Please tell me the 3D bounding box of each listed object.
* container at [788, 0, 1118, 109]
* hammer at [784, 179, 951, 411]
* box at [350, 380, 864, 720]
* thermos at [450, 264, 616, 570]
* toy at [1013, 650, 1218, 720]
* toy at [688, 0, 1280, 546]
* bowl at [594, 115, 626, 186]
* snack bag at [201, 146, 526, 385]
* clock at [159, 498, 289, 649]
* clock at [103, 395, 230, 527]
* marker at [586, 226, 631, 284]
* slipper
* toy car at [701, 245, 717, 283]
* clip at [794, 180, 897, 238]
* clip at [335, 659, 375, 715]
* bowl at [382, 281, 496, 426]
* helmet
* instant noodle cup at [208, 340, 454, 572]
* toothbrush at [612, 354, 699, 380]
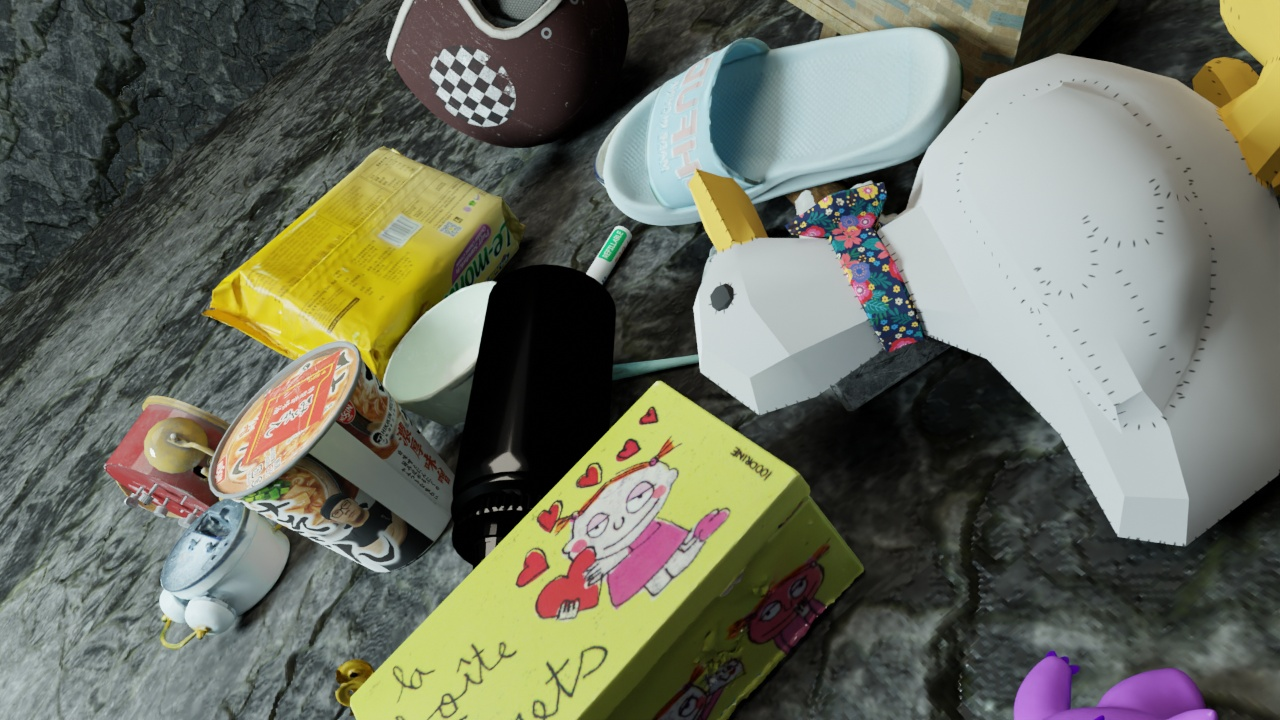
[{"bbox_3d":[0.173,-0.263,0.611,0.250,0.187,0.157,41,70,20],"label":"container"},{"bbox_3d":[0.156,-0.118,0.579,0.218,0.037,0.300,-35,34,7],"label":"hammer"},{"bbox_3d":[-0.019,0.127,0.427,0.221,0.082,0.124,-43,35,-7],"label":"box"},{"bbox_3d":[-0.062,0.043,0.547,0.086,0.086,0.198,-21,45,25],"label":"thermos"},{"bbox_3d":[0.143,0.136,0.284,0.088,0.056,0.106,-28,36,13],"label":"toy"},{"bbox_3d":[0.154,-0.038,0.385,0.268,0.141,0.246,-34,65,12],"label":"toy"},{"bbox_3d":[0.029,-0.159,0.719,0.118,0.062,0.117,-27,38,23],"label":"bowl"},{"bbox_3d":[-0.220,-0.083,0.772,0.159,0.068,0.246,27,52,7],"label":"snack bag"},{"bbox_3d":[-0.320,0.161,0.690,0.083,0.057,0.117,1,51,43],"label":"clock"},{"bbox_3d":[-0.374,0.094,0.762,0.159,0.117,0.081,-12,46,45],"label":"clock"},{"bbox_3d":[-0.045,-0.047,0.703,0.017,0.017,0.145,-1,50,43],"label":"marker"},{"bbox_3d":[0.073,-0.155,0.576,0.246,0.074,0.104,-5,75,36],"label":"slipper"},{"bbox_3d":[0.059,-0.058,0.609,0.039,0.027,0.089,-16,41,34],"label":"toy car"},{"bbox_3d":[0.110,-0.076,0.507,0.056,0.046,0.101,-35,32,30],"label":"clip"},{"bbox_3d":[-0.149,0.186,0.514,0.054,0.049,0.044,-35,0,8],"label":"clip"},{"bbox_3d":[-0.127,0.003,0.683,0.118,0.061,0.117,-26,36,21],"label":"bowl"},{"bbox_3d":[-0.133,-0.344,0.910,0.235,0.253,0.232,-45,20,38],"label":"helmet"},{"bbox_3d":[-0.193,0.073,0.612,0.124,0.122,0.123,-25,37,20],"label":"instant noodle cup"},{"bbox_3d":[-0.004,0.004,0.609,0.181,0.016,0.016,-12,44,36],"label":"toothbrush"}]
